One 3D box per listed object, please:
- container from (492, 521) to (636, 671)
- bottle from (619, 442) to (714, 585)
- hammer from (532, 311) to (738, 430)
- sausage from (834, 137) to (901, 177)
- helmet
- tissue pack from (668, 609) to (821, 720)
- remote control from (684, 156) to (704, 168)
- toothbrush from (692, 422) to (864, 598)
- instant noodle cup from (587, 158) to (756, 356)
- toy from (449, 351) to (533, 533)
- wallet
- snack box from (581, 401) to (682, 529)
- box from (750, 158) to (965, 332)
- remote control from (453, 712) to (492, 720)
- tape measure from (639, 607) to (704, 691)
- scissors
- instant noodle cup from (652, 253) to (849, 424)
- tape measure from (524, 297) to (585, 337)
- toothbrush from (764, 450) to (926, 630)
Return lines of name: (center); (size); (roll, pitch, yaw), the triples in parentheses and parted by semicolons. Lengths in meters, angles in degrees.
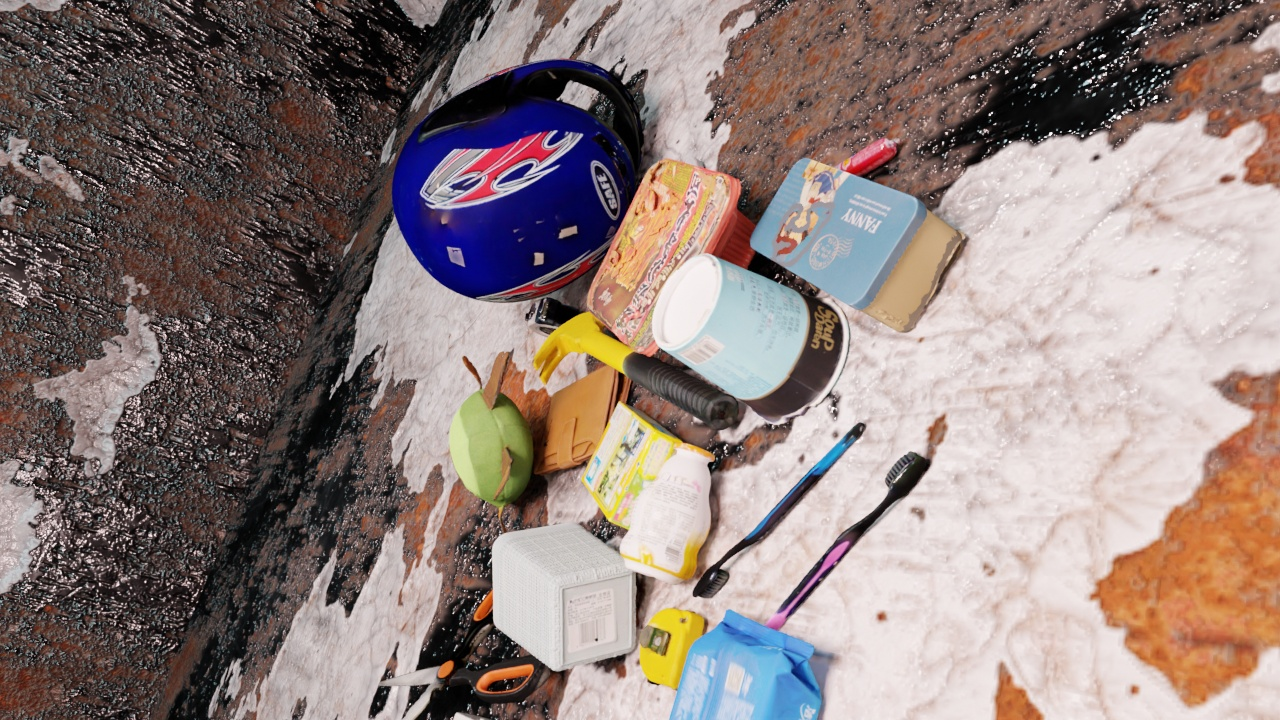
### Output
container: (-0.062, 0.198, 0.775); (0.112, 0.090, 0.090); (11, 104, 58)
bottle: (0.026, 0.121, 0.732); (0.063, 0.063, 0.108); (-1, 66, 59)
hammer: (-0.005, 0.005, 0.869); (0.128, 0.033, 0.301); (-34, 29, -17)
sausage: (0.157, -0.149, 0.777); (0.156, 0.020, 0.020); (-27, 45, 48)
helmet: (-0.123, -0.200, 1.048); (0.315, 0.247, 0.240); (-28, 40, -2)
tissue pack: (0.062, 0.244, 0.586); (0.095, 0.052, 0.157); (-3, 65, 57)
remote control: (0.023, -0.164, 1.014); (0.136, 0.020, 0.055); (-45, 33, 33)
toothbrush: (0.100, 0.113, 0.672); (0.190, 0.016, 0.014); (-50, 22, 20)
instant noodle cup: (0.030, -0.088, 0.814); (0.164, 0.079, 0.189); (-62, 27, 8)
toy: (-0.162, 0.096, 0.996); (0.247, 0.090, 0.226); (119, 141, -68)
wallet: (-0.062, 0.063, 0.965); (0.132, 0.031, 0.107); (-26, 45, 51)
snack box: (-0.011, 0.092, 0.823); (0.087, 0.033, 0.140); (-64, 13, 1)
box: (0.159, -0.087, 0.683); (0.090, 0.061, 0.184); (-61, 27, 8)
remote control: (-0.112, 0.332, 0.800); (0.150, 0.058, 0.021); (-14, 55, 55)
tape measure: (0.021, 0.218, 0.700); (0.057, 0.029, 0.060); (-12, 57, 57)
scissors: (-0.162, 0.290, 0.874); (0.221, 0.022, 0.233); (-7, 36, 46)
instant noodle cup: (0.077, -0.023, 0.702); (0.111, 0.120, 0.111); (-40, 36, 38)
tape measure: (-0.099, -0.047, 1.077); (0.066, 0.065, 0.033); (-7, 64, 56)
toothbrush: (0.125, 0.132, 0.611); (0.189, 0.014, 0.017); (-54, 20, 19)
